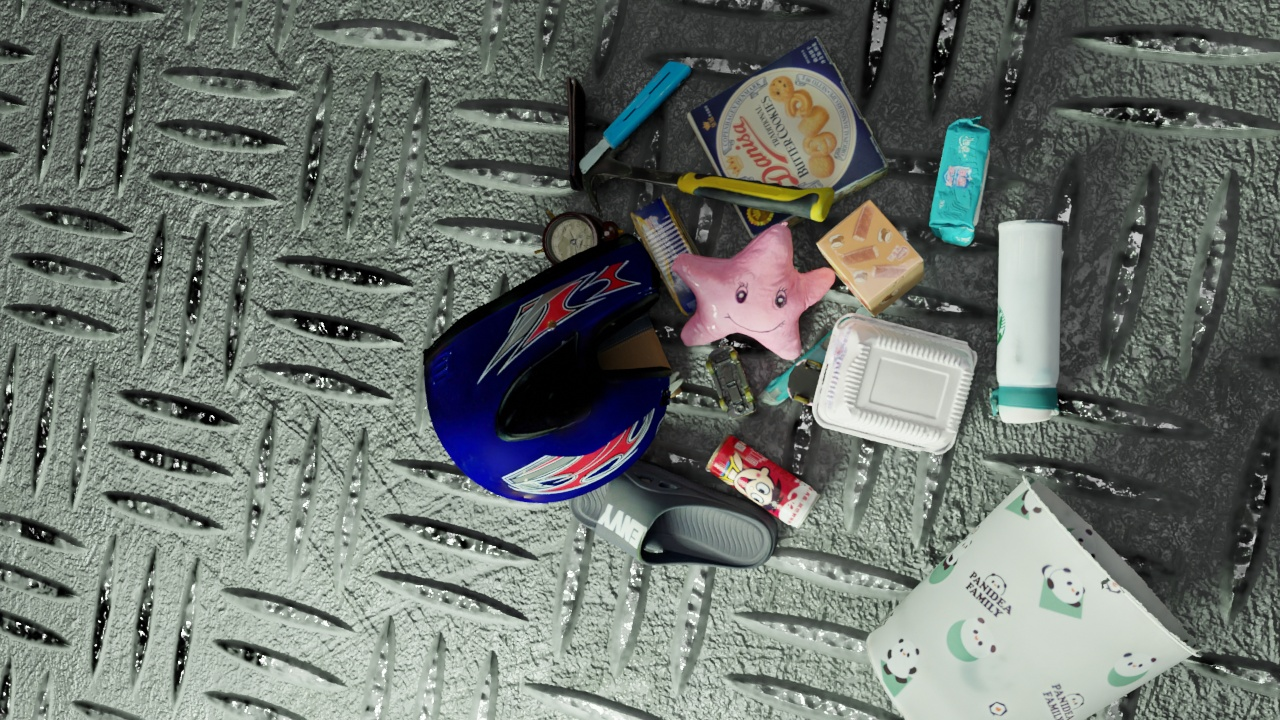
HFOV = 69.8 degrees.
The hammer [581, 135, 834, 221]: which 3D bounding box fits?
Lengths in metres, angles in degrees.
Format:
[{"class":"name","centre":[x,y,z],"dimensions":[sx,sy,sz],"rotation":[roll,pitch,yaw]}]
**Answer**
[{"class":"hammer","centre":[0.069,-0.205,1.086],"dimensions":[0.324,0.032,0.126],"rotation":[16,66,29]}]

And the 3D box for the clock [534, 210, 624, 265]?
[{"class":"clock","centre":[-0.071,-0.147,1.178],"dimensions":[0.122,0.055,0.082],"rotation":[20,95,14]}]

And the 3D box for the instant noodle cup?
[{"class":"instant noodle cup","centre":[0.296,0.030,1.042],"dimensions":[0.173,0.060,0.138],"rotation":[14,93,-2]}]

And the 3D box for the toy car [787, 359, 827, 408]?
[{"class":"toy car","centre":[0.236,0.038,1.097],"dimensions":[0.122,0.037,0.056],"rotation":[21,91,13]}]

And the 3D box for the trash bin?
[{"class":"trash bin","centre":[0.394,0.287,0.964],"dimensions":[0.229,0.229,0.252],"rotation":[47,107,11]}]

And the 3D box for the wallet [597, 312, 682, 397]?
[{"class":"wallet","centre":[-0.007,0.007,1.173],"dimensions":[0.090,0.033,0.115],"rotation":[-27,84,18]}]

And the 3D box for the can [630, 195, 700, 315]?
[{"class":"can","centre":[0.043,-0.131,1.135],"dimensions":[0.049,0.074,0.148],"rotation":[-29,81,12]}]

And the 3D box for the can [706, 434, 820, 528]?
[{"class":"can","centre":[0.149,0.147,1.115],"dimensions":[0.133,0.053,0.053],"rotation":[33,99,14]}]

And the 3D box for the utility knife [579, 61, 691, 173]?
[{"class":"utility knife","centre":[-0.011,-0.304,1.147],"dimensions":[0.034,0.018,0.194],"rotation":[38,80,21]}]

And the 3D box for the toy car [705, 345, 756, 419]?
[{"class":"toy car","centre":[0.112,0.026,1.135],"dimensions":[0.042,0.035,0.090],"rotation":[-22,78,14]}]

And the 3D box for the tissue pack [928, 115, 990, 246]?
[{"class":"tissue pack","centre":[0.362,-0.200,1.032],"dimensions":[0.050,0.093,0.133],"rotation":[11,94,20]}]

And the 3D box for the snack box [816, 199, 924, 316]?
[{"class":"snack box","centre":[0.265,-0.115,1.054],"dimensions":[0.077,0.092,0.094],"rotation":[-40,74,10]}]

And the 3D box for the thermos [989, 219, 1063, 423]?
[{"class":"thermos","centre":[0.431,-0.041,1.026],"dimensions":[0.073,0.073,0.224],"rotation":[1,91,16]}]

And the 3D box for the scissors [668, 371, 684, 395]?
[{"class":"scissors","centre":[-0.038,0.077,1.167],"dimensions":[0.143,0.021,0.235],"rotation":[33,109,19]}]

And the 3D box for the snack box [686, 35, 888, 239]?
[{"class":"snack box","centre":[0.177,-0.263,1.110],"dimensions":[0.183,0.045,0.178],"rotation":[-28,82,14]}]

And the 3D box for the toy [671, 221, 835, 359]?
[{"class":"toy","centre":[0.127,-0.085,1.066],"dimensions":[0.194,0.074,0.179],"rotation":[10,120,-13]}]

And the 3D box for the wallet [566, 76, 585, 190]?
[{"class":"wallet","centre":[-0.083,-0.285,1.161],"dimensions":[0.020,0.096,0.122],"rotation":[0,90,3]}]

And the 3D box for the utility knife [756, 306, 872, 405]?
[{"class":"utility knife","centre":[0.230,-0.021,1.112],"dimensions":[0.223,0.013,0.029],"rotation":[-44,77,11]}]

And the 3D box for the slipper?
[{"class":"slipper","centre":[0.033,0.198,1.125],"dimensions":[0.268,0.083,0.111],"rotation":[13,108,12]}]

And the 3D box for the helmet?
[{"class":"helmet","centre":[-0.083,0.028,1.061],"dimensions":[0.315,0.247,0.240],"rotation":[-31,91,-3]}]
